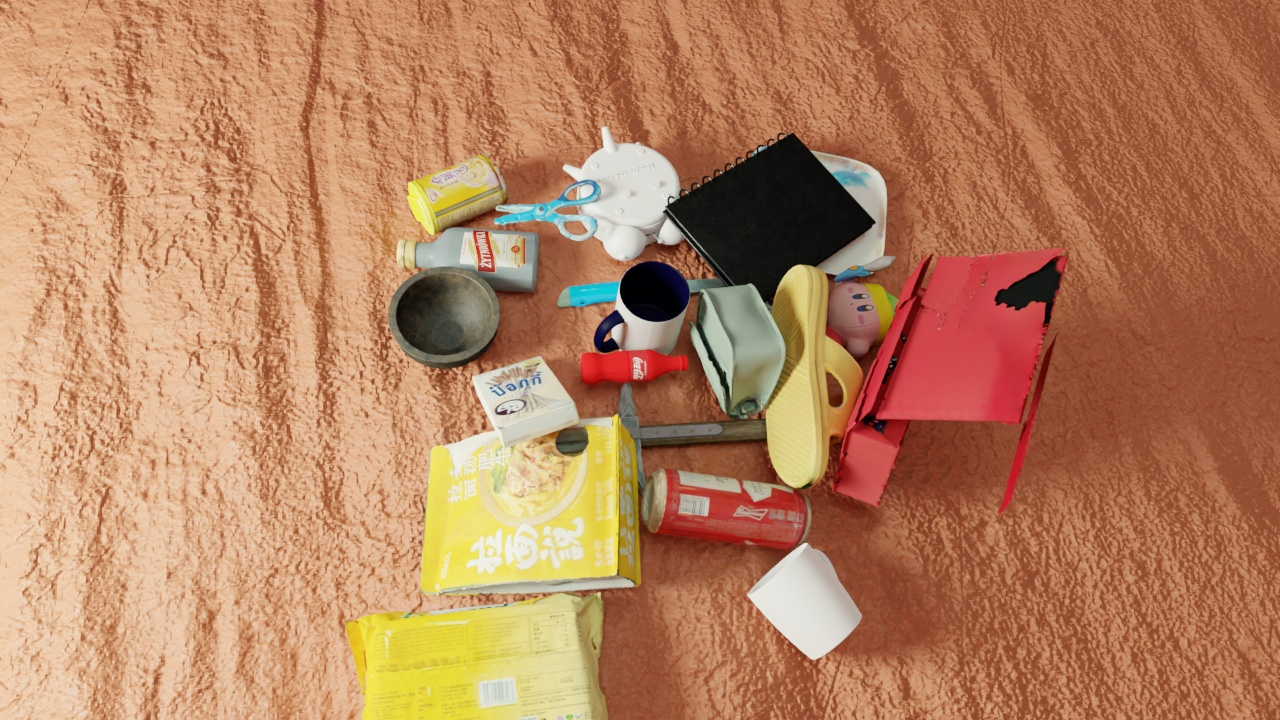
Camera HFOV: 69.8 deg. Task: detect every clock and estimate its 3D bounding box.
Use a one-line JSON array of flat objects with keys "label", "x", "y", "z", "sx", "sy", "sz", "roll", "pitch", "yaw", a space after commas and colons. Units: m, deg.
[{"label": "clock", "x": -0.014, "y": -0.205, "z": 1.127, "sx": 0.125, "sy": 0.073, "sz": 0.161, "roll": -21, "pitch": 68, "yaw": -16}]

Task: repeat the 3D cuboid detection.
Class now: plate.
[{"label": "plate", "x": 0.221, "y": -0.190, "z": 1.178, "sx": 0.187, "sy": 0.016, "sz": 0.186, "roll": 11, "pitch": 63, "yaw": -1}]

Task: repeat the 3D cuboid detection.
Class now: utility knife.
[{"label": "utility knife", "x": 0.004, "y": -0.083, "z": 1.101, "sx": 0.209, "sy": 0.015, "sz": 0.031, "roll": -5, "pitch": 66, "yaw": -5}]

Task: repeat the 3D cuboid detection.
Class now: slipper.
[{"label": "slipper", "x": 0.190, "y": 0.019, "z": 0.999, "sx": 0.078, "sy": 0.100, "sz": 0.262, "roll": 15, "pitch": 62, "yaw": -21}]

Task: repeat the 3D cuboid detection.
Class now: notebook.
[{"label": "notebook", "x": 0.158, "y": -0.178, "z": 1.120, "sx": 0.230, "sy": 0.019, "sz": 0.169, "roll": -34, "pitch": 78, "yaw": -28}]

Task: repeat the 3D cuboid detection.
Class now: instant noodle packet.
[{"label": "instant noodle packet", "x": -0.117, "y": 0.152, "z": 0.937, "sx": 0.222, "sy": 0.084, "sz": 0.162, "roll": -7, "pitch": 66, "yaw": 9}]

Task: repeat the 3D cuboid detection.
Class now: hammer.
[{"label": "hammer", "x": 0.132, "y": 0.074, "z": 1.031, "sx": 0.316, "sy": 0.028, "sz": 0.146, "roll": -3, "pitch": 64, "yaw": -8}]

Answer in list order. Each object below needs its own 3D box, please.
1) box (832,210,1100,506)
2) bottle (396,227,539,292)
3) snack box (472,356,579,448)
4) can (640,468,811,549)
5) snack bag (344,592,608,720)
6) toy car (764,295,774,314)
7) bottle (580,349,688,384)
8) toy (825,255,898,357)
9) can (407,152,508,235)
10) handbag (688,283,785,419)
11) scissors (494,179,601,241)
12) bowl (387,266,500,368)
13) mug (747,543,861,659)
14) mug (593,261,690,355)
[{"label": "box", "x": 0.284, "y": -0.003, "z": 0.897, "sx": 0.124, "sy": 0.316, "sz": 0.210, "roll": 32, "pitch": 60, "yaw": -3}, {"label": "bottle", "x": -0.202, "y": -0.120, "z": 1.078, "sx": 0.161, "sy": 0.046, "sz": 0.072, "roll": 3, "pitch": 62, "yaw": -5}, {"label": "snack box", "x": -0.124, "y": 0.040, "z": 0.967, "sx": 0.082, "sy": 0.026, "sz": 0.150, "roll": -18, "pitch": 24, "yaw": -13}, {"label": "can", "x": 0.088, "y": 0.155, "z": 0.952, "sx": 0.170, "sy": 0.067, "sz": 0.067, "roll": 10, "pitch": 63, "yaw": -12}, {"label": "snack bag", "x": -0.149, "y": 0.305, "z": 0.861, "sx": 0.247, "sy": 0.068, "sz": 0.159, "roll": -5, "pitch": 65, "yaw": -9}, {"label": "toy car", "x": 0.150, "y": -0.074, "z": 1.099, "sx": 0.048, "sy": 0.041, "sz": 0.112, "roll": 32, "pitch": 64, "yaw": 8}, {"label": "bottle", "x": -0.006, "y": 0.006, "z": 1.025, "sx": 0.119, "sy": 0.036, "sz": 0.036, "roll": -3, "pitch": 64, "yaw": -8}, {"label": "toy", "x": 0.270, "y": -0.057, "z": 1.095, "sx": 0.131, "sy": 0.097, "sz": 0.124, "roll": -14, "pitch": 59, "yaw": 7}, {"label": "can", "x": -0.221, "y": -0.200, "z": 1.103, "sx": 0.105, "sy": 0.068, "sz": 0.067, "roll": -27, "pitch": 70, "yaw": -19}, {"label": "handbag", "x": 0.101, "y": -0.013, "z": 1.010, "sx": 0.067, "sy": 0.106, "sz": 0.121, "roll": -7, "pitch": 46, "yaw": -15}, {"label": "scissors", "x": -0.111, "y": -0.186, "z": 1.094, "sx": 0.141, "sy": 0.014, "sz": 0.090, "roll": 7, "pitch": 69, "yaw": 18}, {"label": "bowl", "x": -0.218, "y": -0.040, "z": 1.030, "sx": 0.121, "sy": 0.056, "sz": 0.121, "roll": 3, "pitch": 63, "yaw": -5}, {"label": "mug", "x": 0.176, "y": 0.239, "z": 0.935, "sx": 0.087, "sy": 0.081, "sz": 0.114, "roll": 49, "pitch": 37, "yaw": 10}, {"label": "mug", "x": -0.003, "y": -0.046, "z": 1.036, "sx": 0.111, "sy": 0.097, "sz": 0.078, "roll": -29, "pitch": 70, "yaw": -19}]
